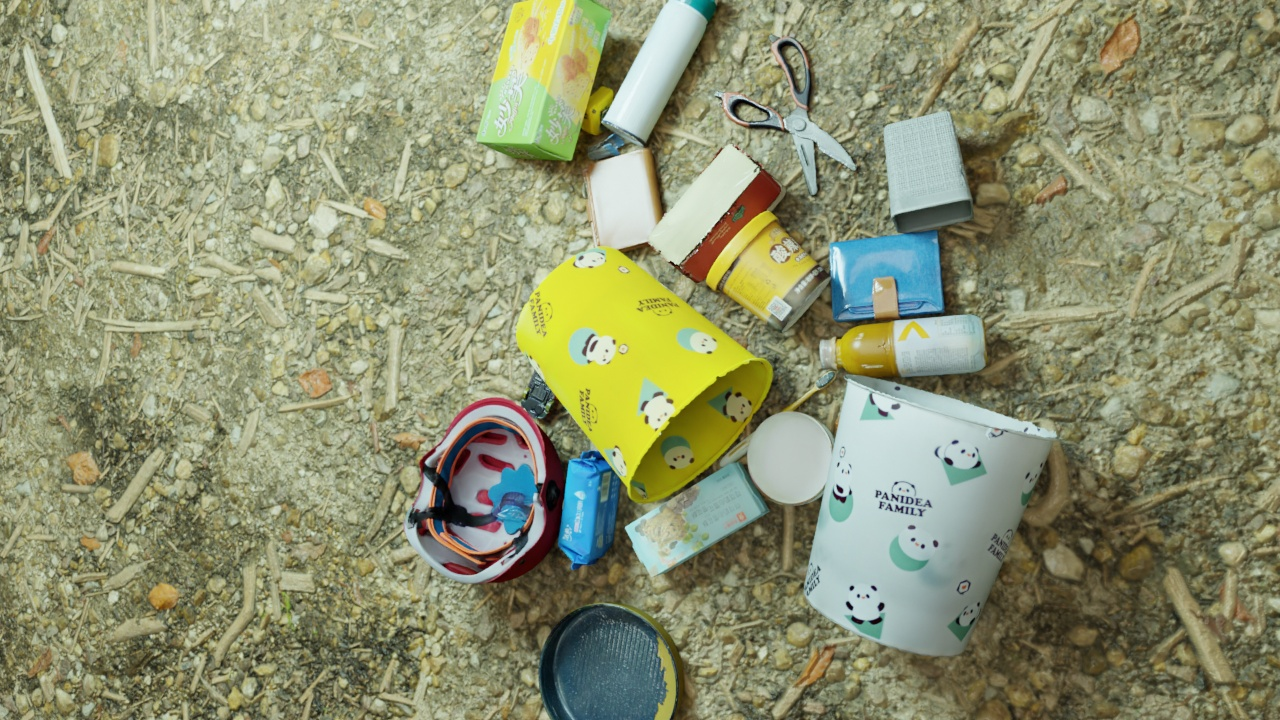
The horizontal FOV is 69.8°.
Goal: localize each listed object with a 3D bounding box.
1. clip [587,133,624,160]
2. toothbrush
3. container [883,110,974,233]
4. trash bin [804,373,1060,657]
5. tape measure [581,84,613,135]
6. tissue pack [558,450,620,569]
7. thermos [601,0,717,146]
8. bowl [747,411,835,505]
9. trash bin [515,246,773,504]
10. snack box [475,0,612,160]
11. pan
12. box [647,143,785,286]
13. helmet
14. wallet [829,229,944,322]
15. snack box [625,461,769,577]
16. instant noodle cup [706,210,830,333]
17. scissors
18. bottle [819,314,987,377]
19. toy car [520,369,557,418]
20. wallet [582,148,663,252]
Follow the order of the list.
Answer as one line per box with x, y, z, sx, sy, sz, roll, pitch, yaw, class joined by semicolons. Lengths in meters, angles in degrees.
-0.051;-0.293;1.272;0.058;0.027;0.045;-14;55;39;clip
0.173;0.075;1.162;0.192;0.018;0.016;-41;71;14;toothbrush
0.338;-0.223;1.086;0.090;0.090;0.114;-9;80;20;container
0.302;0.166;1.005;0.230;0.229;0.252;17;97;21;trash bin
-0.057;-0.339;1.263;0.029;0.057;0.059;27;55;18;tape measure
-0.068;0.195;1.206;0.052;0.095;0.157;6;89;19;tissue pack
0.029;-0.404;1.232;0.073;0.073;0.224;31;97;20;thermos
0.194;0.121;1.122;0.114;0.062;0.113;-6;79;32;bowl
-0.007;0.007;1.136;0.255;0.229;0.230;45;101;23;trash bin
-0.135;-0.385;1.257;0.158;0.070;0.210;18;93;50;snack box
-0.056;0.494;1.186;0.198;0.078;0.357;7;88;22;pan
0.090;-0.189;1.169;0.168;0.080;0.091;-49;48;10;box
-0.187;0.182;1.230;0.207;0.144;0.239;10;76;27;helmet
0.298;-0.101;1.119;0.133;0.040;0.106;-4;80;21;wallet
0.072;0.203;1.173;0.175;0.051;0.074;-34;74;16;snack box
0.161;-0.104;1.133;0.114;0.118;0.118;43;101;11;instant noodle cup
0.193;-0.320;1.188;0.227;0.015;0.189;21;93;20;scissors
0.310;-0.014;1.090;0.190;0.068;0.068;-5;84;21;bottle
-0.129;0.030;1.275;0.049;0.031;0.106;25;94;22;toy car
-0.024;-0.214;1.255;0.108;0.031;0.131;-13;80;18;wallet
